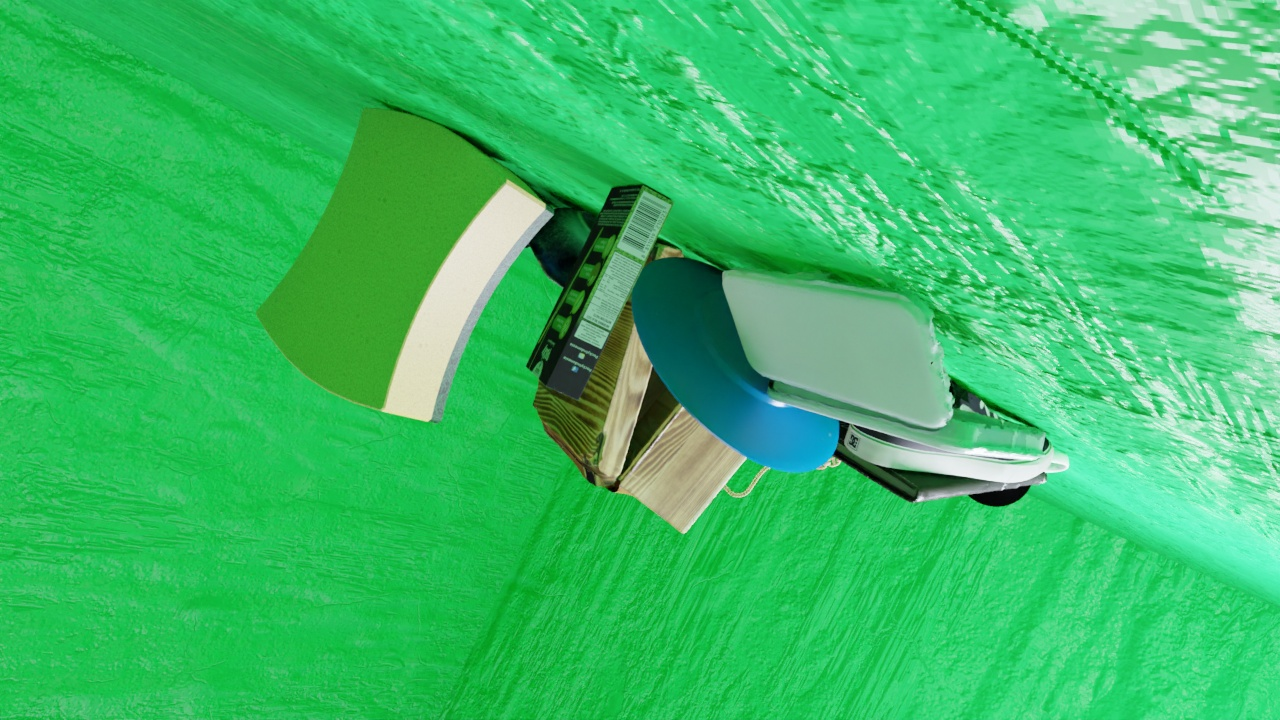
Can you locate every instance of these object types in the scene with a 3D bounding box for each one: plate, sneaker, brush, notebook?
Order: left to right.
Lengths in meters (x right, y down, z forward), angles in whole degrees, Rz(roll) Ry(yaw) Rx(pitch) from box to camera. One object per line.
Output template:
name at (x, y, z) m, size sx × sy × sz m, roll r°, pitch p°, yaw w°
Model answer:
brush at (-0.217, -0.087, 0.831) m, size 0.195 × 0.250 × 0.075 m, roll 31°, pitch -176°, yaw 30°
plate at (0.090, -0.008, 0.774) m, size 0.224 × 0.024 × 0.223 m, roll 27°, pitch -142°, yaw -24°
notebook at (0.275, 0.089, 0.916) m, size 0.208 × 0.029 × 0.169 m, roll 3°, pitch -161°, yaw -38°
sneaker at (0.303, 0.058, 0.856) m, size 0.235 × 0.079 × 0.084 m, roll 6°, pitch -161°, yaw -26°

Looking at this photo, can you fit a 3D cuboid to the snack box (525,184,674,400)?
snack box at (-0.031, -0.051, 0.647) m, size 0.025 × 0.147 × 0.080 m, roll 25°, pitch -179°, yaw -19°

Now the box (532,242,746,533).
box at (-0.010, 0.010, 0.995) m, size 0.220 × 0.258 × 0.279 m, roll 38°, pitch 178°, yaw -22°

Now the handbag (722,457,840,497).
handbag at (0.158, 0.067, 1.156) m, size 0.199 × 0.187 × 0.116 m, roll -14°, pitch 166°, yaw 24°

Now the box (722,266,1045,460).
box at (0.153, 0.012, 0.634) m, size 0.185 × 0.084 × 0.211 m, roll 36°, pitch 171°, yaw -31°

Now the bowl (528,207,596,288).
bowl at (-0.063, -0.114, 0.910) m, size 0.110 × 0.055 × 0.110 m, roll 43°, pitch -160°, yaw -20°

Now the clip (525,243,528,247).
clip at (-0.089, -0.116, 0.979) m, size 0.119 × 0.033 × 0.121 m, roll 28°, pitch -152°, yaw -42°

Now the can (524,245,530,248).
can at (-0.140, -0.143, 0.971) m, size 0.054 × 0.054 × 0.137 m, roll 26°, pitch -159°, yaw 19°

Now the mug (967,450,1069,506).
mug at (0.410, 0.111, 1.015) m, size 0.119 × 0.084 × 0.100 m, roll -5°, pitch 158°, yaw 19°
